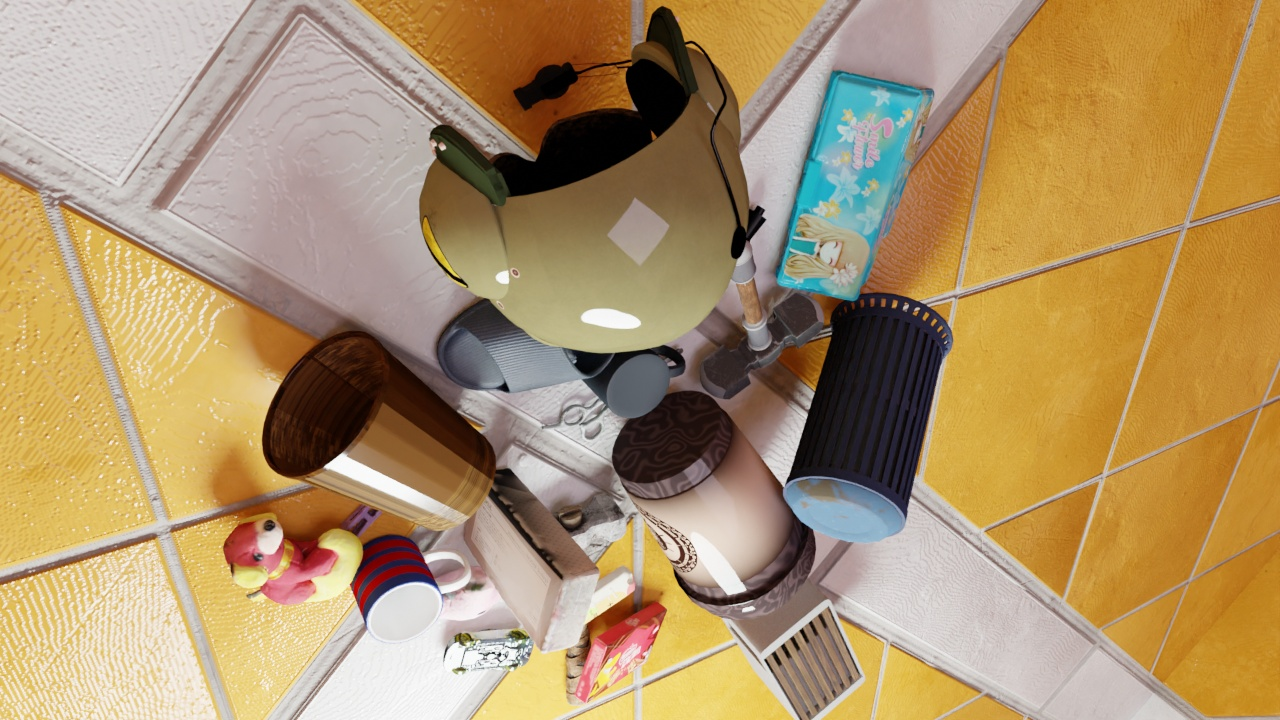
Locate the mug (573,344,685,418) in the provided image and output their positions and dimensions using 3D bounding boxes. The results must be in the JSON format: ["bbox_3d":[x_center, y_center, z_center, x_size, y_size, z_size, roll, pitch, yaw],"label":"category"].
[{"bbox_3d":[-0.005,0.005,0.923,0.105,0.077,0.071,-11,122,-27],"label":"mug"}]

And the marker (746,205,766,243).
[{"bbox_3d":[0.091,-0.105,0.955,0.025,0.025,0.126,25,102,-40],"label":"marker"}]

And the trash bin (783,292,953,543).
[{"bbox_3d":[0.248,0.065,1.004,0.139,0.139,0.248,52,50,-41],"label":"trash bin"}]

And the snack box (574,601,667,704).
[{"bbox_3d":[-0.023,0.356,1.125,0.132,0.021,0.089,-11,125,-55],"label":"snack box"}]

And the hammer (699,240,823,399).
[{"bbox_3d":[0.106,-0.053,0.875,0.156,0.043,0.322,-36,160,0],"label":"hammer"}]

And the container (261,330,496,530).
[{"bbox_3d":[-0.217,0.073,0.802,0.132,0.132,0.167,-47,137,-1],"label":"container"}]

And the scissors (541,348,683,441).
[{"bbox_3d":[-0.028,0.030,0.966,0.172,0.014,0.090,-50,132,6],"label":"scissors"}]

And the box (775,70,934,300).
[{"bbox_3d":[0.244,-0.180,0.977,0.172,0.083,0.228,-2,118,-31],"label":"box"}]

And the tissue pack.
[{"bbox_3d":[-0.107,0.194,0.903,0.071,0.181,0.104,-6,120,-40],"label":"tissue pack"}]

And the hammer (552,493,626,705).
[{"bbox_3d":[-0.076,0.295,1.075,0.121,0.049,0.319,-15,126,-22],"label":"hammer"}]

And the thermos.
[{"bbox_3d":[0.078,0.156,1.014,0.172,0.173,0.226,-39,124,-7],"label":"thermos"}]

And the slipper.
[{"bbox_3d":[-0.055,-0.026,0.839,0.263,0.082,0.101,-22,127,-1],"label":"slipper"}]

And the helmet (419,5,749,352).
[{"bbox_3d":[-0.039,-0.121,0.695,0.250,0.255,0.233,-32,128,-12],"label":"helmet"}]

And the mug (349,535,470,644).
[{"bbox_3d":[-0.226,0.218,0.909,0.111,0.076,0.075,-21,126,-21],"label":"mug"}]

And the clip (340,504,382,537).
[{"bbox_3d":[-0.267,0.147,0.884,0.053,0.013,0.037,-34,131,-15],"label":"clip"}]

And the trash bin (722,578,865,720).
[{"bbox_3d":[0.205,0.382,1.257,0.114,0.114,0.229,-36,130,-10],"label":"trash bin"}]

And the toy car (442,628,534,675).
[{"bbox_3d":[-0.172,0.325,1.036,0.105,0.033,0.048,6,115,-30],"label":"toy car"}]

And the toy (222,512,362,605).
[{"bbox_3d":[-0.323,0.187,0.844,0.105,0.067,0.137,-43,141,6],"label":"toy"}]

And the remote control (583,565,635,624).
[{"bbox_3d":[-0.061,0.275,1.031,0.125,0.018,0.038,-32,131,-8],"label":"remote control"}]

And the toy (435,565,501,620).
[{"bbox_3d":[-0.180,0.246,0.967,0.099,0.052,0.095,-19,159,20],"label":"toy"}]
